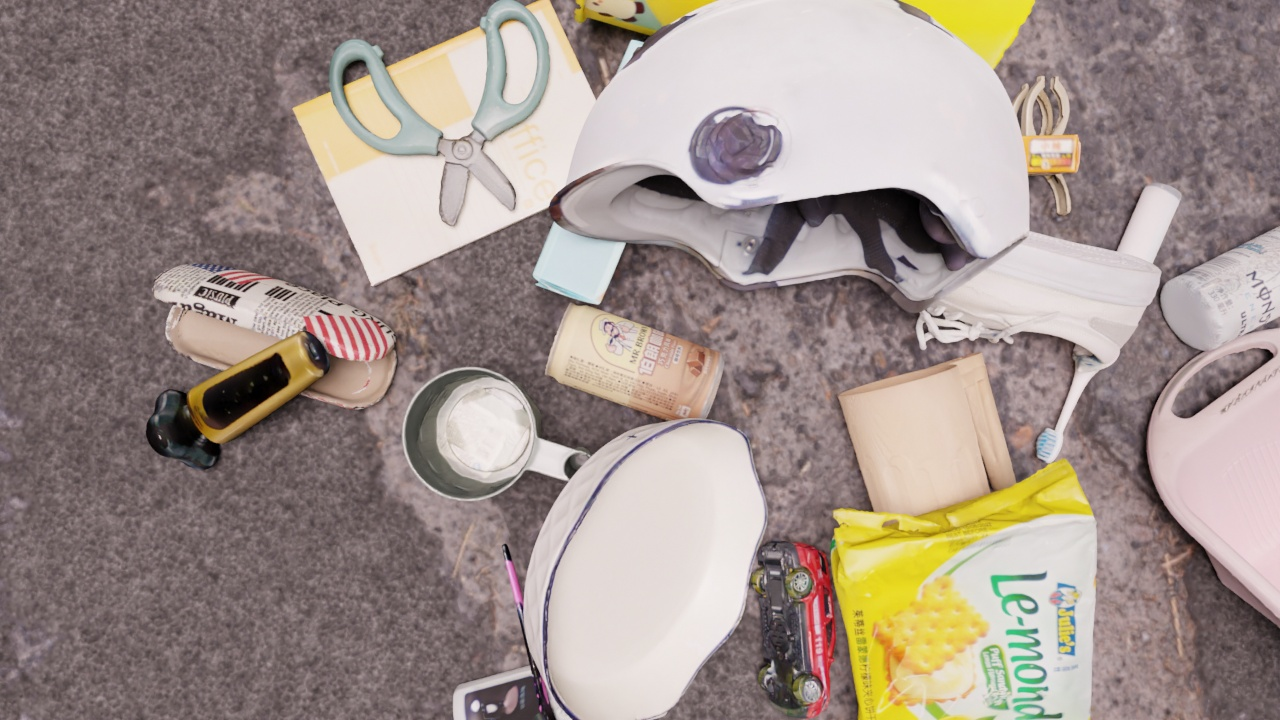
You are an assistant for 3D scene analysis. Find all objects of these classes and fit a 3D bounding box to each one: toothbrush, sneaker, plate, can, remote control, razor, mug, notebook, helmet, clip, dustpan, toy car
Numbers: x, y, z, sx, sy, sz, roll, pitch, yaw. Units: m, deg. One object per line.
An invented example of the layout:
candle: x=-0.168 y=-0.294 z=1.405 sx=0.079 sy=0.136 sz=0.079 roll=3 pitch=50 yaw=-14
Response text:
toothbrush: x=-0.073 y=0.219 z=0.634 sx=0.018 sy=0.014 sz=0.189 roll=-16 pitch=87 yaw=9
sneaker: x=0.226 y=-0.055 z=0.649 sx=0.242 sy=0.089 sz=0.091 roll=16 pitch=113 yaw=8
toothbrush: x=0.341 y=-0.026 z=0.674 sx=0.026 sy=0.027 sz=0.221 roll=26 pitch=87 yaw=-22
plate: x=0.004 y=0.132 z=0.591 sx=0.046 sy=0.204 sz=0.205 roll=18 pitch=86 yaw=41
can: x=-0.004 y=0.004 z=0.646 sx=0.116 sy=0.058 sz=0.058 roll=19 pitch=87 yaw=-1
remote control: x=-0.057 y=0.242 z=0.652 sx=0.150 sy=0.021 sz=0.058 roll=-15 pitch=88 yaw=-3
can: x=0.458 y=-0.063 z=0.663 sx=0.146 sy=0.058 sz=0.058 roll=-25 pitch=88 yaw=-3
razor: x=-0.265 y=0.024 z=0.606 sx=0.168 sy=0.067 sz=0.062 roll=-25 pitch=93 yaw=31
mug: x=-0.090 y=0.054 z=0.619 sx=0.124 sy=0.103 sz=0.083 roll=18 pitch=86 yaw=-2
mug: x=0.209 y=0.058 z=0.647 sx=0.124 sy=0.084 sz=0.103 roll=-15 pitch=89 yaw=-29
notebook: x=-0.131 y=-0.161 z=0.674 sx=0.206 sy=0.010 sz=0.146 roll=-24 pitch=89 yaw=-3
helmet: x=0.087 y=-0.125 z=0.517 sx=0.259 sy=0.229 sz=0.146 roll=10 pitch=86 yaw=13
clip: x=0.287 y=-0.157 z=0.678 sx=0.066 sy=0.034 sz=0.099 roll=5 pitch=95 yaw=-3
dustpan: x=0.478 y=0.092 z=0.587 sx=0.222 sy=0.273 sz=0.139 roll=-36 pitch=114 yaw=-6
toy car: x=0.111 y=0.187 z=0.643 sx=0.045 sy=0.053 sz=0.120 roll=3 pitch=82 yaw=-27

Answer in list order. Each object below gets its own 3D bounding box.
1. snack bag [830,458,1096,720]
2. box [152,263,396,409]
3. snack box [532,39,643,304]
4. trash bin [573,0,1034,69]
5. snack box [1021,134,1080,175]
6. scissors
snack bag: x=0.206 y=0.185 z=0.600 sx=0.158 sy=0.068 sz=0.247 roll=-13 pitch=116 yaw=-1
box: x=-0.249 y=-0.025 z=0.627 sx=0.163 sy=0.087 sz=0.076 roll=19 pitch=72 yaw=1
snack box: x=-0.020 y=-0.125 z=0.634 sx=0.051 sy=0.074 sz=0.175 roll=23 pitch=92 yaw=-8
trash bin: x=0.113 y=-0.287 z=0.590 sx=0.255 sy=0.230 sz=0.229 roll=19 pitch=87 yaw=-6
snack box: x=0.213 y=-0.140 z=0.636 sx=0.154 sy=0.075 sz=0.026 roll=1 pitch=99 yaw=10
scissors: x=-0.150 y=-0.187 z=0.660 sx=0.181 sy=0.019 sz=0.170 roll=14 pitch=88 yaw=-2
